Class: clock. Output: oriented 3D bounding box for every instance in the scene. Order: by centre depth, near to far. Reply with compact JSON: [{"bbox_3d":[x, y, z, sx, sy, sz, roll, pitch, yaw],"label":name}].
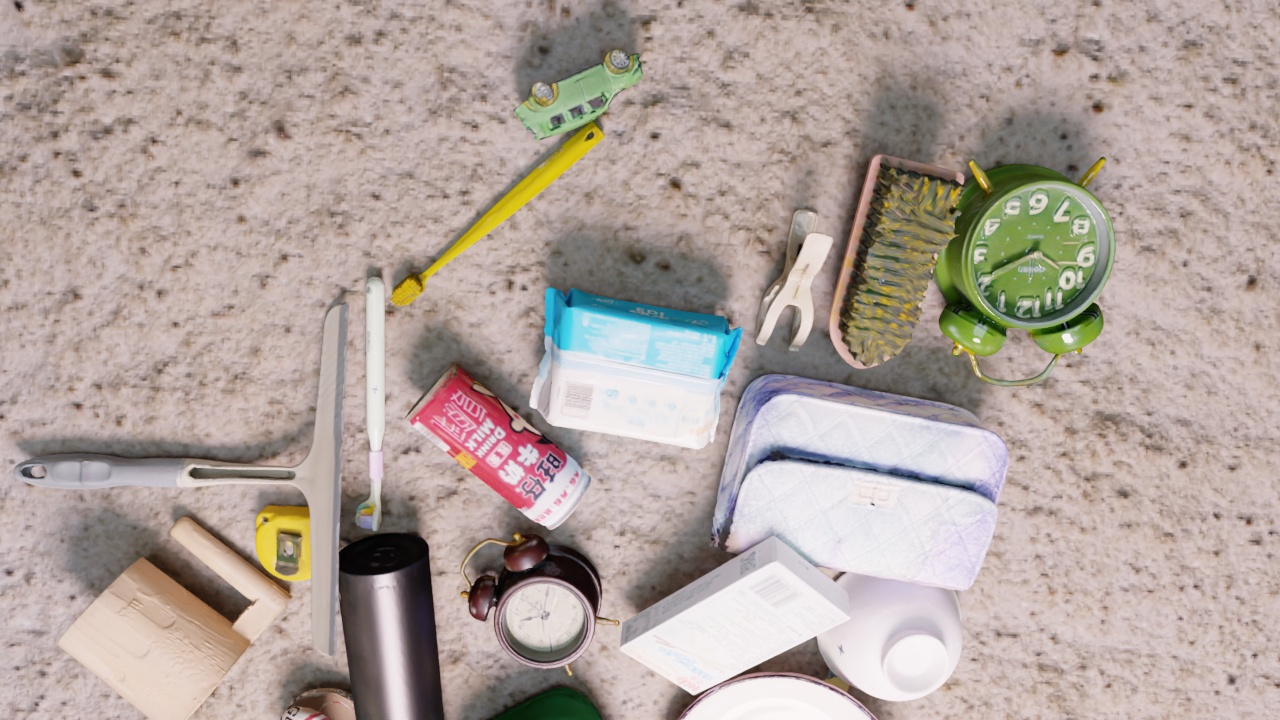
[{"bbox_3d":[0.267,-0.060,0.642,0.116,0.056,0.161,-1,105,-1],"label":"clock"},{"bbox_3d":[-0.080,0.178,0.692,0.122,0.055,0.082,41,100,-9],"label":"clock"}]

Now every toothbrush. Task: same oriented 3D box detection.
[{"bbox_3d":[-0.101,-0.100,0.638,0.190,0.016,0.015,-38,103,8],"label":"toothbrush"},{"bbox_3d":[-0.196,0.033,0.669,0.020,0.029,0.190,-8,108,-44],"label":"toothbrush"}]

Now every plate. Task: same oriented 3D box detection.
[{"bbox_3d":[0.112,0.334,0.736,0.192,0.039,0.192,1,99,7],"label":"plate"}]

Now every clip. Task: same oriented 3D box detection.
[{"bbox_3d":[0.110,-0.052,0.645,0.034,0.060,0.097,13,115,-5],"label":"clip"}]

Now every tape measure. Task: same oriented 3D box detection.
[{"bbox_3d":[-0.259,0.137,0.688,0.060,0.029,0.057,5,105,-3],"label":"tape measure"}]

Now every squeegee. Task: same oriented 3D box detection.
[{"bbox_3d":[-0.328,0.083,0.667,0.246,0.039,0.246,0,86,5],"label":"squeegee"}]

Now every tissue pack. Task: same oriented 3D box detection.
[{"bbox_3d":[-0.004,0.004,0.645,0.140,0.063,0.090,10,105,-3],"label":"tissue pack"}]

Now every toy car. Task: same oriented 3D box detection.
[{"bbox_3d":[-0.039,-0.177,0.608,0.091,0.043,0.036,-26,101,6],"label":"toy car"}]

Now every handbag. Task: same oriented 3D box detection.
[{"bbox_3d":[0.158,0.091,0.667,0.194,0.075,0.134,10,106,-3],"label":"handbag"},{"bbox_3d":[-0.076,0.334,0.726,0.131,0.068,0.120,-31,104,6],"label":"handbag"}]

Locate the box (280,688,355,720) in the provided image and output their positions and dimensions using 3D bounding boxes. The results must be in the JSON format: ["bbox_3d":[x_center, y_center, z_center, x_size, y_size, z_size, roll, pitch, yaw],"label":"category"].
[{"bbox_3d":[-0.250,0.343,0.718,0.075,0.077,0.164,-1,107,4],"label":"box"}]

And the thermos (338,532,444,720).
[{"bbox_3d":[-0.180,0.259,0.692,0.068,0.090,0.243,-8,105,-18],"label":"thermos"}]

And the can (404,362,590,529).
[{"bbox_3d":[-0.101,0.063,0.662,0.132,0.053,0.053,40,99,-11],"label":"can"}]

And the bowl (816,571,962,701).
[{"bbox_3d":[0.201,0.217,0.704,0.118,0.064,0.118,-1,101,-4],"label":"bowl"}]

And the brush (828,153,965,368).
[{"bbox_3d":[0.169,-0.064,0.630,0.063,0.073,0.146,11,108,-4],"label":"brush"}]

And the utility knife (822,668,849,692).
[{"bbox_3d":[0.147,0.317,0.755,0.031,0.019,0.178,12,105,-9],"label":"utility knife"}]

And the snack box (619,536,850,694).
[{"bbox_3d":[0.068,0.193,0.680,0.084,0.026,0.157,39,123,-23],"label":"snack box"}]

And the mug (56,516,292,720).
[{"bbox_3d":[-0.343,0.193,0.680,0.103,0.084,0.124,43,75,-10],"label":"mug"}]
